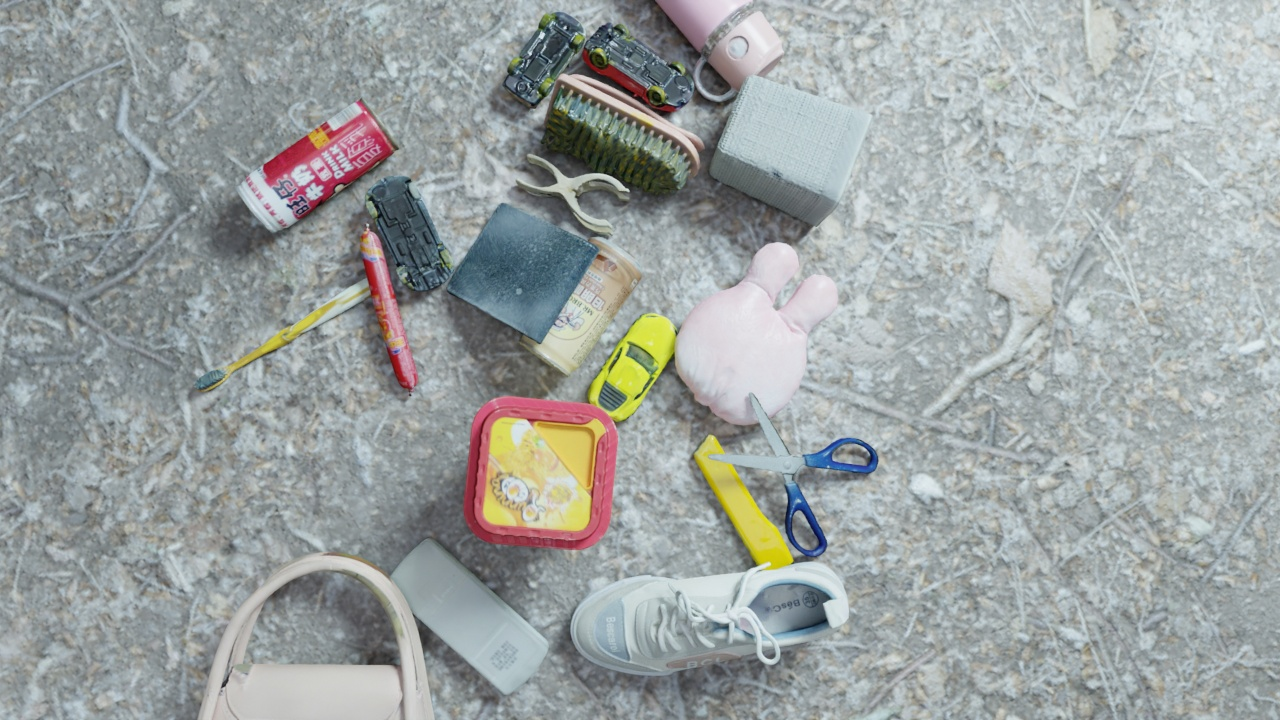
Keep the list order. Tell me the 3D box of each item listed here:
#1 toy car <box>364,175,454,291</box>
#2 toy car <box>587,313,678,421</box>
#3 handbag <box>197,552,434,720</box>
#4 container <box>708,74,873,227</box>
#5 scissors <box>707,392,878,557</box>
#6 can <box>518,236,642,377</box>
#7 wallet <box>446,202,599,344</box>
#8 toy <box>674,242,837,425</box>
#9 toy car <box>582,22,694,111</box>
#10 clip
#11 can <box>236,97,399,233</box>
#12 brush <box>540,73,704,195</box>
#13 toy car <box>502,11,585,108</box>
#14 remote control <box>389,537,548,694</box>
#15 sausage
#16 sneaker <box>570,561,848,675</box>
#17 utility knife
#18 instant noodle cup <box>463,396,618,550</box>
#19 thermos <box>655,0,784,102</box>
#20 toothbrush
[{"bbox_3d":[-0.203,-0.112,0.809,0.049,0.031,0.105,-25,90,-8],"label":"toy car"},{"bbox_3d":[-0.005,0.005,0.821,0.048,0.032,0.105,35,83,-2],"label":"toy car"},{"bbox_3d":[-0.265,0.278,0.757,0.193,0.093,0.234,2,84,-4],"label":"handbag"},{"bbox_3d":[0.128,-0.188,0.816,0.114,0.090,0.090,22,84,0],"label":"container"},{"bbox_3d":[0.141,0.100,0.820,0.175,0.012,0.162,-11,101,-19],"label":"scissors"},{"bbox_3d":[-0.052,-0.048,0.805,0.058,0.058,0.116,35,84,-2],"label":"can"},{"bbox_3d":[-0.105,-0.079,0.795,0.121,0.019,0.097,29,83,31],"label":"wallet"},{"bbox_3d":[0.105,-0.022,0.819,0.121,0.054,0.159,39,90,-9],"label":"toy"},{"bbox_3d":[-0.001,-0.262,0.831,0.106,0.031,0.049,32,60,0],"label":"toy car"},{"bbox_3d":[-0.052,-0.162,0.826,0.104,0.035,0.084,42,87,6],"label":"clip"},{"bbox_3d":[-0.278,-0.168,0.794,0.132,0.053,0.053,-37,91,-6],"label":"can"},{"bbox_3d":[-0.013,-0.202,0.819,0.145,0.063,0.072,24,55,-5],"label":"brush"},{"bbox_3d":[-0.085,-0.271,0.826,0.042,0.035,0.090,34,84,-4],"label":"toy car"},{"bbox_3d":[-0.150,0.223,0.801,0.150,0.021,0.058,43,86,-2],"label":"remote control"},{"bbox_3d":[-0.221,-0.044,0.803,0.020,0.020,0.156,-15,95,-6],"label":"sausage"},{"bbox_3d":[0.058,0.224,0.778,0.242,0.090,0.089,-10,88,3],"label":"sneaker"},{"bbox_3d":[0.095,0.136,0.830,0.033,0.015,0.154,-30,90,-6],"label":"utility knife"},{"bbox_3d":[-0.082,0.091,0.762,0.116,0.124,0.116,5,86,-5],"label":"instant noodle cup"},{"bbox_3d":[0.041,-0.329,0.831,0.087,0.067,0.198,-38,93,25],"label":"thermos"},{"bbox_3d":[-0.305,-0.026,0.802,0.191,0.018,0.016,-32,92,-6],"label":"toothbrush"}]
